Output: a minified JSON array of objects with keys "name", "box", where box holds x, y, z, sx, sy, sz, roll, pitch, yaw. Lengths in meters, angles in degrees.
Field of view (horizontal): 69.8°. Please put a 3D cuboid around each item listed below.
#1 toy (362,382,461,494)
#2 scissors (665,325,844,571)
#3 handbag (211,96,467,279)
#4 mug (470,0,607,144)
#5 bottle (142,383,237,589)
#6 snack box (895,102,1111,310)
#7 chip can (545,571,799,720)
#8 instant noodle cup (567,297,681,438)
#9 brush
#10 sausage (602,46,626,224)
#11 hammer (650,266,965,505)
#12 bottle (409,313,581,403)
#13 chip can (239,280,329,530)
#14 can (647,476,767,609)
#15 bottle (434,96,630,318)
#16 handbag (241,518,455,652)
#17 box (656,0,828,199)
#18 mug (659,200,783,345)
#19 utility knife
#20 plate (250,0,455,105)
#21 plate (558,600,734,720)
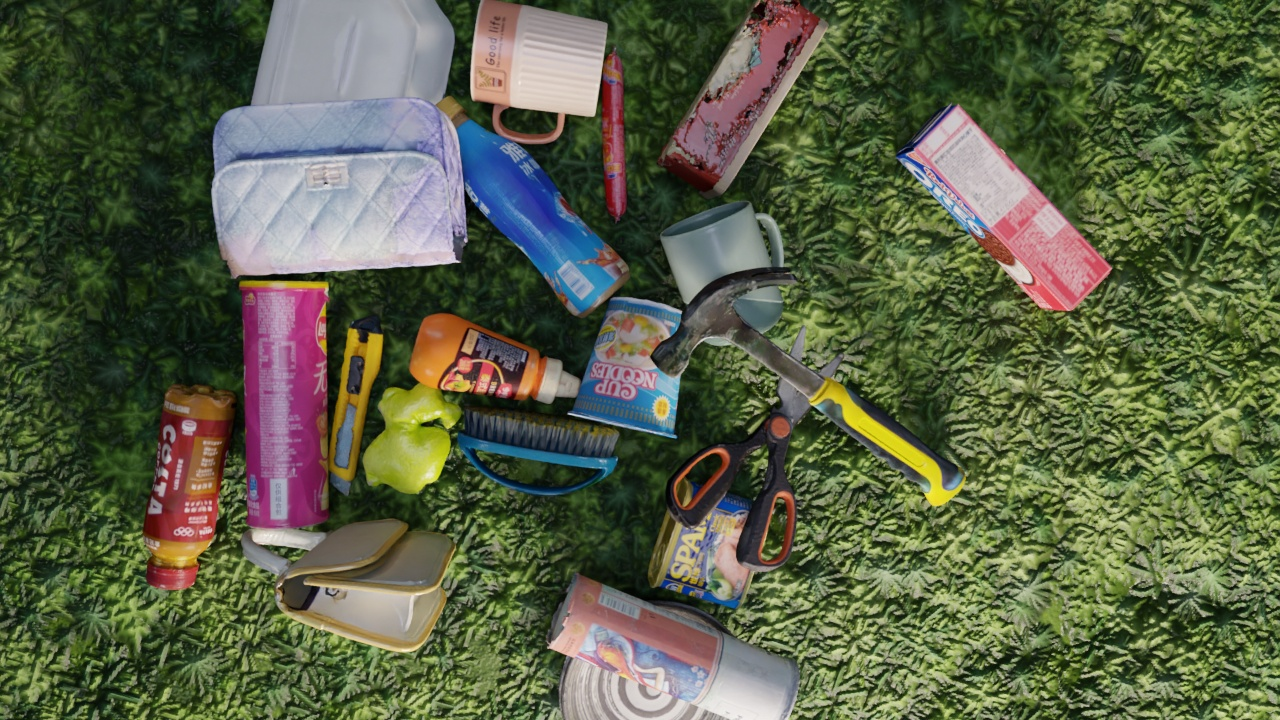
[{"name":"toy","box":[-0.204,0.071,0.823,0.096,0.031,0.100,-13,95,-4]},{"name":"scissors","box":[0.120,0.083,0.817,0.226,0.022,0.198,-25,87,-20]},{"name":"handbag","box":[-0.243,-0.139,0.740,0.194,0.075,0.134,-4,97,3]},{"name":"mug","box":[-0.088,-0.242,0.786,0.106,0.081,0.115,8,121,-5]},{"name":"bottle","box":[-0.397,0.110,0.802,0.057,0.057,0.175,11,94,-4]},{"name":"snack box","box":[0.324,-0.136,0.823,0.207,0.057,0.058,44,93,-6]},{"name":"chip can","box":[0.028,0.257,0.807,0.214,0.071,0.071,24,93,-5]},{"name":"instant noodle cup","box":[-0.005,0.005,0.802,0.099,0.099,0.110,12,85,-4]},{"name":"brush","box":[-0.092,0.083,0.818,0.144,0.055,0.073,9,93,-4]},{"name":"sausage","box":[-0.024,-0.200,0.817,0.020,0.020,0.156,-2,95,-3]},{"name":"hammer","box":[0.169,0.033,0.793,0.323,0.032,0.126,33,106,-23]},{"name":"bottle","box":[-0.125,0.006,0.810,0.149,0.067,0.067,16,93,-11]},{"name":"chip can","box":[-0.307,0.036,0.795,0.071,0.071,0.210,1,95,-3]},{"name":"can","box":[0.062,0.166,0.833,0.083,0.057,0.102,18,93,-6]},{"name":"bottle","box":[-0.101,-0.135,0.796,0.065,0.065,0.218,-42,95,0]},{"name":"handbag","box":[-0.248,0.167,0.763,0.178,0.163,0.063,16,91,-4]},{"name":"box","box":[0.077,-0.231,0.784,0.077,0.091,0.168,31,92,-9]},{"name":"mug","box":[0.083,-0.080,0.802,0.111,0.082,0.106,-31,108,-29]},{"name":"utility knife","box":[-0.257,0.040,0.825,0.033,0.015,0.168,10,94,-1]},{"name":"plate","box":[-0.259,-0.220,0.794,0.162,0.034,0.266,15,94,-4]},{"name":"plate","box":[0.013,0.307,0.859,0.179,0.024,0.179,0,96,-4]}]
